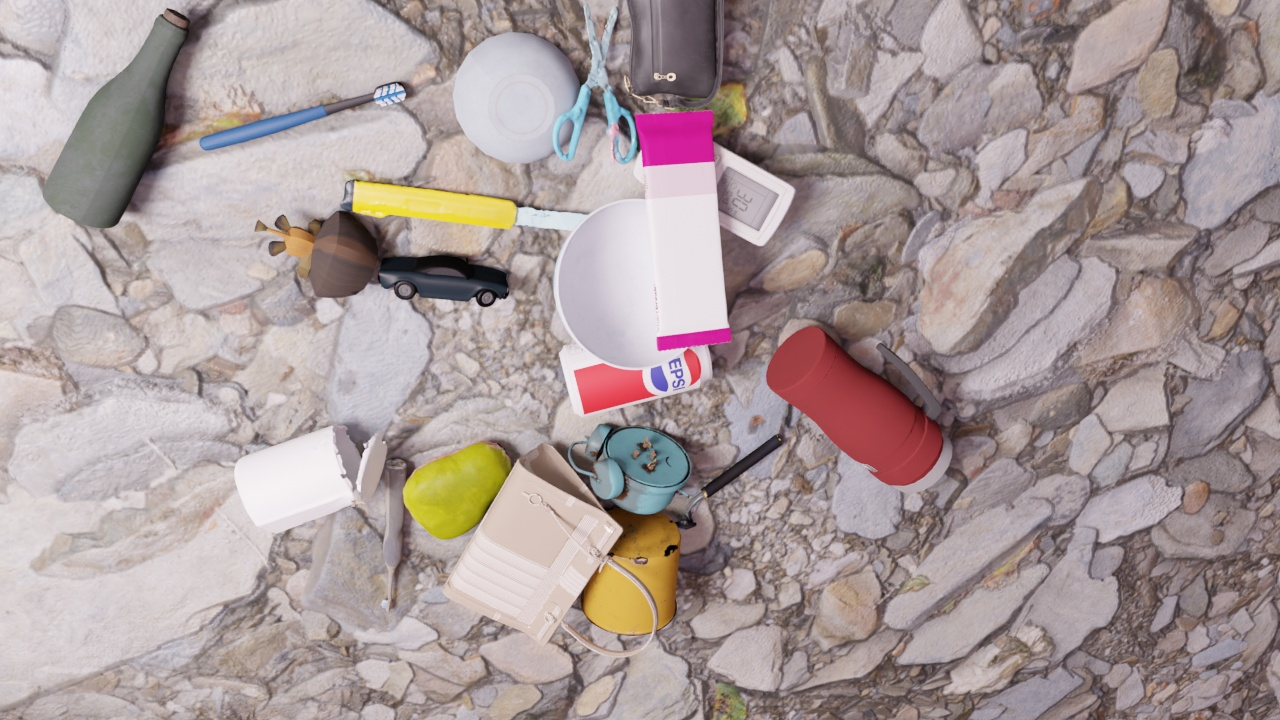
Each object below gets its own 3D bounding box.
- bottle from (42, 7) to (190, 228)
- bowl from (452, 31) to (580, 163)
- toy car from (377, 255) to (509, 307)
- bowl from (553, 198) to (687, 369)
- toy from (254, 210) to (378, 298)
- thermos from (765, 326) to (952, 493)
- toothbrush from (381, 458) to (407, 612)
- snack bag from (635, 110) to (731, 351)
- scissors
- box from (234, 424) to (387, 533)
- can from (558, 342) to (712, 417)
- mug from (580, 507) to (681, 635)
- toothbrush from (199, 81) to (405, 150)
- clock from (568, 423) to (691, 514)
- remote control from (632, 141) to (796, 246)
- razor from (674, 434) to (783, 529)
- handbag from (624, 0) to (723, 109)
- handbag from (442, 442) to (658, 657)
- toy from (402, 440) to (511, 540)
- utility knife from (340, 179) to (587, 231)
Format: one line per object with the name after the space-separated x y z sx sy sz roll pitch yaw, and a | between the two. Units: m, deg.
-0.386 -0.185 0.691 0.055 0.055 0.174 30 105 -23 | bottle
-0.098 -0.209 0.748 0.106 0.039 0.106 -5 117 -10 | bowl
-0.170 -0.072 0.798 0.112 0.046 0.034 5 117 -13 | toy car
-0.016 -0.066 0.806 0.143 0.074 0.144 -2 95 -23 | bowl
-0.269 -0.093 0.759 0.100 0.063 0.076 18 75 -35 | toy
0.229 0.043 0.919 0.198 0.084 0.108 37 105 -23 | thermos
-0.248 0.182 0.923 0.024 0.022 0.186 17 117 14 | toothbrush
0.037 -0.109 0.773 0.070 0.016 0.196 -8 98 -16 | snack bag
-0.044 -0.218 0.747 0.111 0.015 0.141 -35 123 -34 | scissors
-0.291 0.107 0.841 0.143 0.089 0.080 -22 156 -3 | box
-0.005 0.005 0.857 0.132 0.070 0.070 -14 118 -5 | can
-0.021 0.210 0.947 0.124 0.100 0.094 11 115 15 | mug
-0.270 -0.194 0.734 0.167 0.014 0.014 -17 130 -4 | toothbrush
-0.012 0.105 0.897 0.124 0.090 0.053 10 123 -17 | clock
0.064 -0.155 0.800 0.138 0.025 0.060 27 106 -7 | remote control
0.091 0.127 0.968 0.144 0.022 0.043 -42 159 5 | razor
0.024 -0.266 0.739 0.079 0.054 0.129 -6 120 -5 | handbag
-0.070 0.211 0.891 0.198 0.062 0.176 36 114 10 | handbag
-0.173 0.124 0.892 0.110 0.051 0.090 -33 120 2 | toy
-0.142 -0.128 0.792 0.223 0.019 0.031 7 120 -10 | utility knife
